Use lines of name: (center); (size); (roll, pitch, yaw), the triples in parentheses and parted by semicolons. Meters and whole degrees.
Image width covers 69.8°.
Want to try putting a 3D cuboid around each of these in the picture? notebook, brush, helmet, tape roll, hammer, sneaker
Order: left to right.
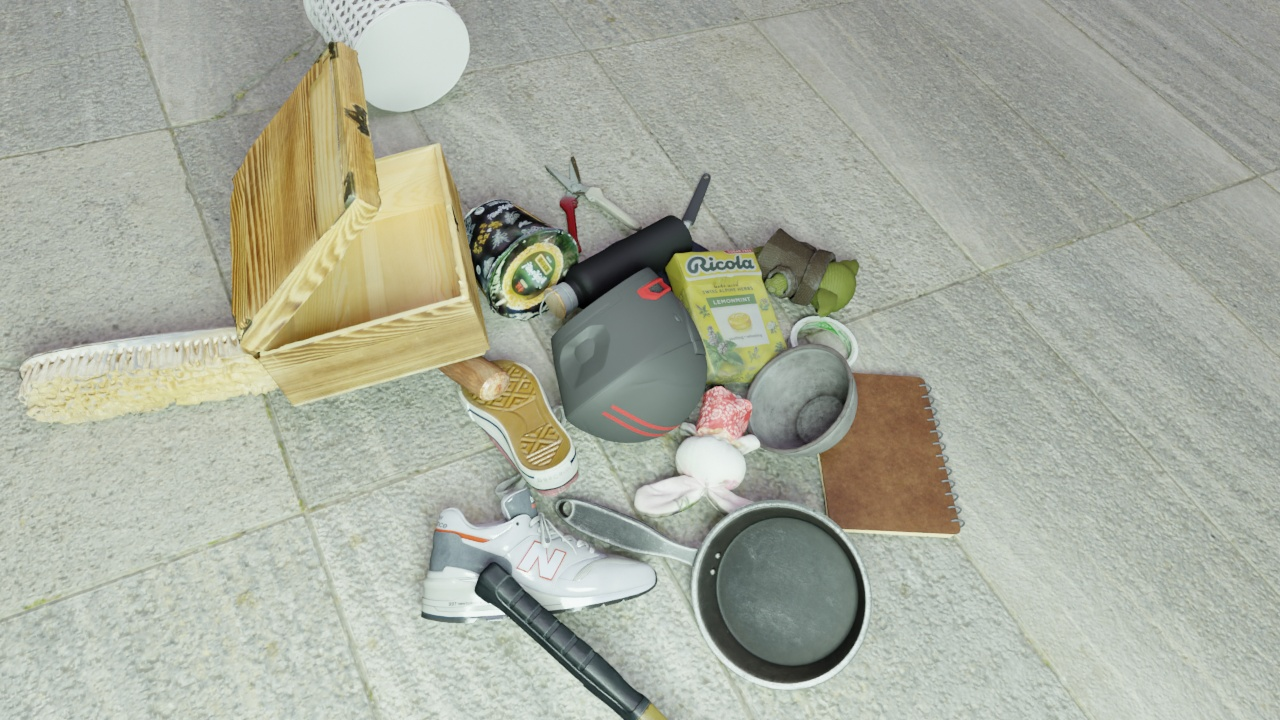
brush: (-0.533, 0.014, 1.018); (0.271, 0.083, 0.056); (-9, 54, -17)
hammer: (-0.258, -0.039, 1.093); (0.157, 0.037, 0.301); (-35, 52, -30)
sneaker: (-0.132, 0.083, 1.040); (0.118, 0.088, 0.241); (-28, 40, -14)
sneaker: (-0.106, 0.190, 0.932); (0.239, 0.089, 0.124); (-6, 85, -12)
hammer: (-0.021, 0.304, 0.838); (0.333, 0.118, 0.025); (39, 55, 9)
helmet: (-0.006, 0.006, 1.060); (0.170, 0.165, 0.264); (53, 24, 0)
tape roll: (0.243, -0.019, 1.225); (0.094, 0.018, 0.093); (5, 52, -7)
notebook: (0.298, 0.113, 1.132); (0.167, 0.024, 0.225); (4, 53, -6)

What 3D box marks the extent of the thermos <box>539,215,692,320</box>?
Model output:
thermos: (-0.037, -0.115, 1.187); (0.230, 0.061, 0.061); (-32, 64, -27)

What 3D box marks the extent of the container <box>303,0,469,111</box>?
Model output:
container: (-0.379, -0.504, 1.373); (0.189, 0.190, 0.186); (-23, 61, -25)

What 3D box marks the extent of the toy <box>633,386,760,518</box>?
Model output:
toy: (0.084, 0.110, 1.057); (0.159, 0.084, 0.193); (7, 49, 10)

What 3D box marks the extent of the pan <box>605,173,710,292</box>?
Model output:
pan: (0.051, -0.160, 1.290); (0.199, 0.021, 0.355); (16, 50, 7)

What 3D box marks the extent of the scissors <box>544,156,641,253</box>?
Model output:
scissors: (-0.077, -0.222, 1.318); (0.179, 0.015, 0.194); (12, 56, 13)

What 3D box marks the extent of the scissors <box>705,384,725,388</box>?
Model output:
scissors: (0.104, -0.005, 1.193); (0.157, 0.013, 0.168); (-20, 59, -23)

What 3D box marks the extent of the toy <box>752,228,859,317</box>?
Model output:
toy: (0.220, -0.118, 1.258); (0.153, 0.078, 0.178); (29, 38, 12)

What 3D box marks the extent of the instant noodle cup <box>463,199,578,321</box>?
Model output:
instant noodle cup: (-0.165, -0.135, 1.176); (0.137, 0.137, 0.112); (-27, 52, -27)

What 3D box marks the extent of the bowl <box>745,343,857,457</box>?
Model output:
bowl: (0.203, 0.058, 1.106); (0.067, 0.145, 0.144); (38, 39, -40)

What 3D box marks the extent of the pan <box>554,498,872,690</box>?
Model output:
pan: (0.068, 0.214, 0.970); (0.357, 0.055, 0.187); (18, 91, 25)

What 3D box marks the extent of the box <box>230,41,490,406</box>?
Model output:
box: (-0.343, -0.148, 0.996); (0.269, 0.264, 0.278); (-17, 54, -2)

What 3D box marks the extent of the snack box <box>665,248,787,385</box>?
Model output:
snack box: (0.115, -0.058, 1.180); (0.121, 0.045, 0.180); (-6, 66, -24)
